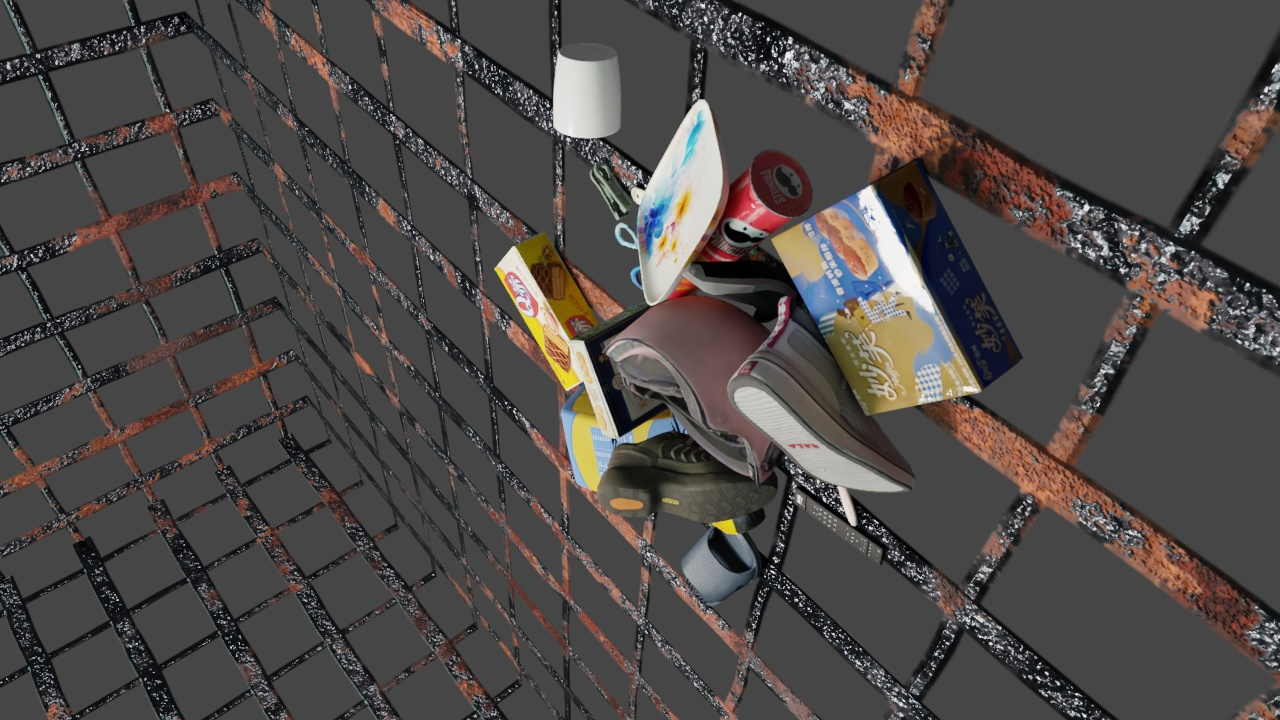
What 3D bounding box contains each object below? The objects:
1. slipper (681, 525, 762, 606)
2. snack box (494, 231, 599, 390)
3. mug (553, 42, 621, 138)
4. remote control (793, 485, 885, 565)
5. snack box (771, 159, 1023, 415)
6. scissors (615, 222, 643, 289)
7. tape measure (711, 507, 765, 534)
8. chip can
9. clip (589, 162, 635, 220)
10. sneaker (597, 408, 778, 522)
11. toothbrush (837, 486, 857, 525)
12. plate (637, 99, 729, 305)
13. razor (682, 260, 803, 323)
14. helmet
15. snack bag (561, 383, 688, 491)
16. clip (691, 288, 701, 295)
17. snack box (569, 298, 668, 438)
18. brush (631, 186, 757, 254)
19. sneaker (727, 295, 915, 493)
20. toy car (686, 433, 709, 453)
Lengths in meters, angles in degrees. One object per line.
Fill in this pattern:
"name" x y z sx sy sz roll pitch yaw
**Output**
"slipper" 0.107 0.329 1.405 0.101 0.082 0.264 48 150 17
"snack box" -0.132 -0.074 1.431 0.230 0.061 0.110 60 152 -1
"mug" -0.065 -0.328 1.090 0.114 0.081 0.088 -106 15 -52
"remote control" 0.245 0.204 1.143 0.140 0.009 0.030 35 143 38
"snack box" 0.233 -0.061 0.856 0.202 0.069 0.155 61 152 -3
"scissors" 0.016 -0.127 1.201 0.140 0.013 0.114 25 136 43
"tape measure" 0.138 0.215 1.265 0.064 0.065 0.037 1 114 57
"chip can" 0.087 -0.137 0.989 0.073 0.073 0.234 59 148 2
"clip" -0.040 -0.218 1.195 0.078 0.023 0.049 51 149 11
"sneaker" 0.064 0.138 1.245 0.101 0.238 0.142 86 -174 -49
"toothbrush" 0.228 0.121 1.087 0.016 0.018 0.181 7 123 56
"plate" 0.045 -0.168 0.988 0.188 0.016 0.186 124 151 -43
"razor" 0.106 -0.081 0.963 0.057 0.156 0.060 24 93 47
"helmet" 0.089 0.024 1.068 0.230 0.152 0.255 29 162 45
"snack bag" -0.004 0.128 1.394 0.205 0.102 0.159 11 128 27
"clip" 0.052 -0.100 1.149 0.060 0.024 0.040 39 148 17
"snack box" -0.007 0.007 1.220 0.043 0.144 0.144 11 124 55
"brush" 0.059 -0.171 1.091 0.218 0.012 0.033 31 141 42
"sneaker" 0.204 0.047 0.959 0.263 0.128 0.097 38 153 -28
"toy car" 0.082 0.119 1.294 0.107 0.030 0.049 -35 87 44
